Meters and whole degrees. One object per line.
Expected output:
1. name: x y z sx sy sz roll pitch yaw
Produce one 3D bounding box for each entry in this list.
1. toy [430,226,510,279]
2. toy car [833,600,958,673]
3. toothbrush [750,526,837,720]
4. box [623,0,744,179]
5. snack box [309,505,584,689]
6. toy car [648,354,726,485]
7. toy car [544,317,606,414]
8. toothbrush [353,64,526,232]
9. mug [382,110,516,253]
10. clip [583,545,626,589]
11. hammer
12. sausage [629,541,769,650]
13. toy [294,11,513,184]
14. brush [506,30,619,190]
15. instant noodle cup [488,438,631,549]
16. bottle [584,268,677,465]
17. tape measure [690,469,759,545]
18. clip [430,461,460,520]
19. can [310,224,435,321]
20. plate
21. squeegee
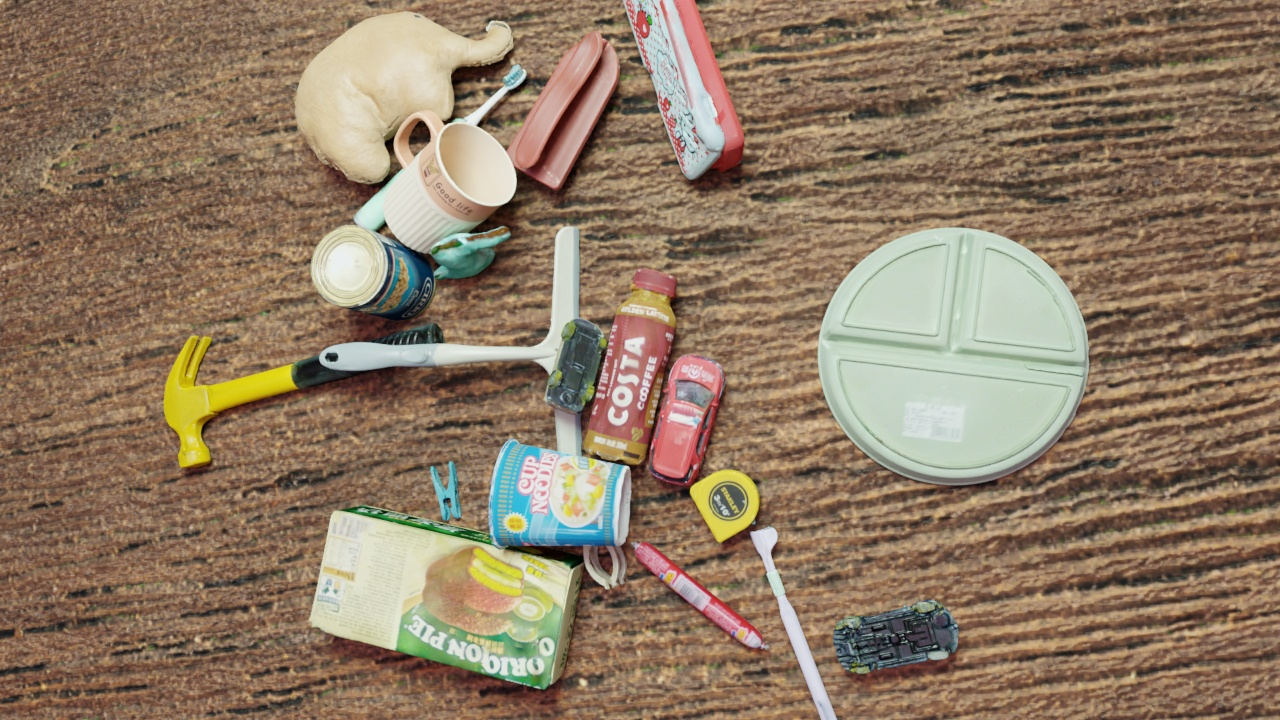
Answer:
1. toy: -0.162 -0.100 0.858 0.096 0.092 0.030 -19 84 6
2. toy car: 0.221 0.239 0.794 0.106 0.031 0.049 -14 85 11
3. toothbrush: 0.139 0.241 0.817 0.029 0.021 0.189 -25 82 46
4. box: 0.032 -0.268 0.832 0.068 0.090 0.201 -18 83 1
5. snack box: -0.179 0.215 0.855 0.240 0.063 0.114 10 88 11
6. toy car: 0.042 0.054 0.834 0.053 0.045 0.120 14 87 10
7. toy car: -0.062 0.004 0.846 0.042 0.035 0.090 26 64 -24
8. toothbrush: -0.195 -0.207 0.903 0.224 0.027 0.026 -42 69 6
9. mug: -0.187 -0.169 0.848 0.106 0.081 0.114 -29 95 41
10. clip: -0.044 0.165 0.849 0.064 0.034 0.098 -26 77 9
11. hammer: -0.339 0.014 0.914 0.301 0.033 0.128 -14 85 10
12. sausage: 0.052 0.214 0.834 0.156 0.020 0.020 37 93 11
13. toy: -0.235 -0.278 0.893 0.226 0.082 0.143 -40 85 3
14. brush: -0.068 -0.237 0.860 0.063 0.069 0.146 31 92 10
15. instant noodle cup: -0.066 0.122 0.807 0.110 0.099 0.099 4 87 8
16. bottle: -0.005 0.005 0.838 0.057 0.057 0.175 13 89 11
17. tape measure: 0.079 0.128 0.830 0.057 0.029 0.060 -32 81 8
18. clip: -0.186 0.127 0.887 0.041 0.014 0.056 -15 84 10
19. can: -0.249 -0.080 0.862 0.075 0.111 0.075 -1 86 10
20. plate: 0.273 -0.005 0.803 0.230 0.027 0.230 -1 86 11
21. squeegee: -0.178 -0.005 0.853 0.246 0.039 0.246 0 87 -2
